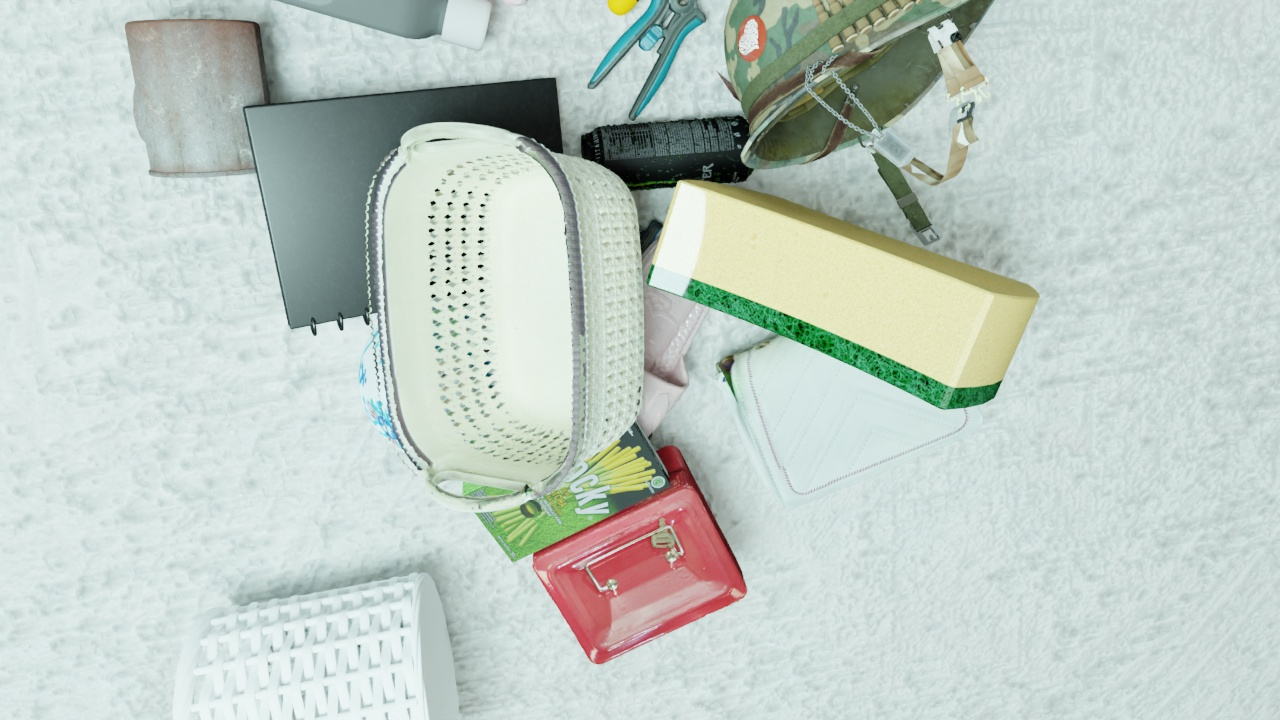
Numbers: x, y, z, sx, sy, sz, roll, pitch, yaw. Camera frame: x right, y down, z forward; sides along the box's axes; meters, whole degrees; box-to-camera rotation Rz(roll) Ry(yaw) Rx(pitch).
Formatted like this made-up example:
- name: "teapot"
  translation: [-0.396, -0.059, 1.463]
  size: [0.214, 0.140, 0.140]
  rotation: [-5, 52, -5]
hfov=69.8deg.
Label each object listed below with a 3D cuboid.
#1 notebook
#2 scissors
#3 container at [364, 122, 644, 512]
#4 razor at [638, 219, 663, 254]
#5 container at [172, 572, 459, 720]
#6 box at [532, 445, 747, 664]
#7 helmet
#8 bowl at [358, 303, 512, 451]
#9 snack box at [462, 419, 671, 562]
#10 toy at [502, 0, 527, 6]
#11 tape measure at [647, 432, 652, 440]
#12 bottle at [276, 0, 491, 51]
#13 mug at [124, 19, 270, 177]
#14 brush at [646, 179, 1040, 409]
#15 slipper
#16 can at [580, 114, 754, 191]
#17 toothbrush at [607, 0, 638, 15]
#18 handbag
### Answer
- name: "notebook"
  translation: [-0.165, -0.120, 0.706]
  size: [0.231, 0.019, 0.169]
  rotation: [-14, 111, -24]
- name: "scissors"
  translation: [0.013, -0.260, 0.721]
  size: [0.150, 0.019, 0.130]
  rotation: [-11, 111, -3]
- name: "container"
  translation: [-0.088, -0.034, 0.647]
  size: [0.185, 0.143, 0.252]
  rotation: [4, 101, 33]
- name: "razor"
  translation: [-0.047, -0.126, 0.747]
  size: [0.143, 0.022, 0.042]
  rotation: [26, 104, -32]
- name: "container"
  translation: [-0.263, 0.289, 0.780]
  size: [0.186, 0.189, 0.189]
  rotation: [-9, 110, -6]
- name: "box"
  translation: [-0.006, 0.163, 0.815]
  size: [0.157, 0.117, 0.136]
  rotation: [-25, 113, 4]
- name: "helmet"
  translation: [0.166, -0.211, 0.663]
  size: [0.236, 0.193, 0.224]
  rotation: [43, 84, 8]
- name: "bowl"
  translation: [-0.166, 0.028, 0.764]
  size: [0.144, 0.074, 0.144]
  rotation: [-2, 109, -7]
- name: "snack box"
  translation: [-0.059, 0.099, 0.744]
  size: [0.147, 0.025, 0.080]
  rotation: [-27, 119, 6]
- name: "toy"
  translation: [-0.124, -0.310, 0.668]
  size: [0.096, 0.052, 0.099]
  rotation: [1, 106, 4]
- name: "tape measure"
  translation: [-0.031, 0.077, 0.821]
  size: [0.065, 0.036, 0.059]
  rotation: [25, 103, -16]
- name: "bottle"
  translation: [-0.195, -0.264, 0.657]
  size: [0.173, 0.083, 0.046]
  rotation: [13, 106, -13]
- name: "mug"
  translation: [-0.328, -0.191, 0.668]
  size: [0.123, 0.096, 0.110]
  rotation: [7, 105, 22]
- name: "brush"
  translation: [0.149, -0.056, 0.669]
  size: [0.250, 0.194, 0.075]
  rotation: [25, 107, 24]
- name: "slipper"
  translation: [-0.004, 0.004, 0.761]
  size: [0.094, 0.064, 0.239]
  rotation: [33, 87, -24]
- name: "can"
  translation: [0.023, -0.165, 0.736]
  size: [0.137, 0.054, 0.054]
  rotation: [-6, 109, -6]
- name: "toothbrush"
  translation: [0.032, -0.349, 0.689]
  size: [0.031, 0.031, 0.197]
  rotation: [25, 102, -37]
- name: "handbag"
  translation: [0.178, 0.026, 0.806]
  size: [0.198, 0.096, 0.142]
  rotation: [-22, 95, 0]
